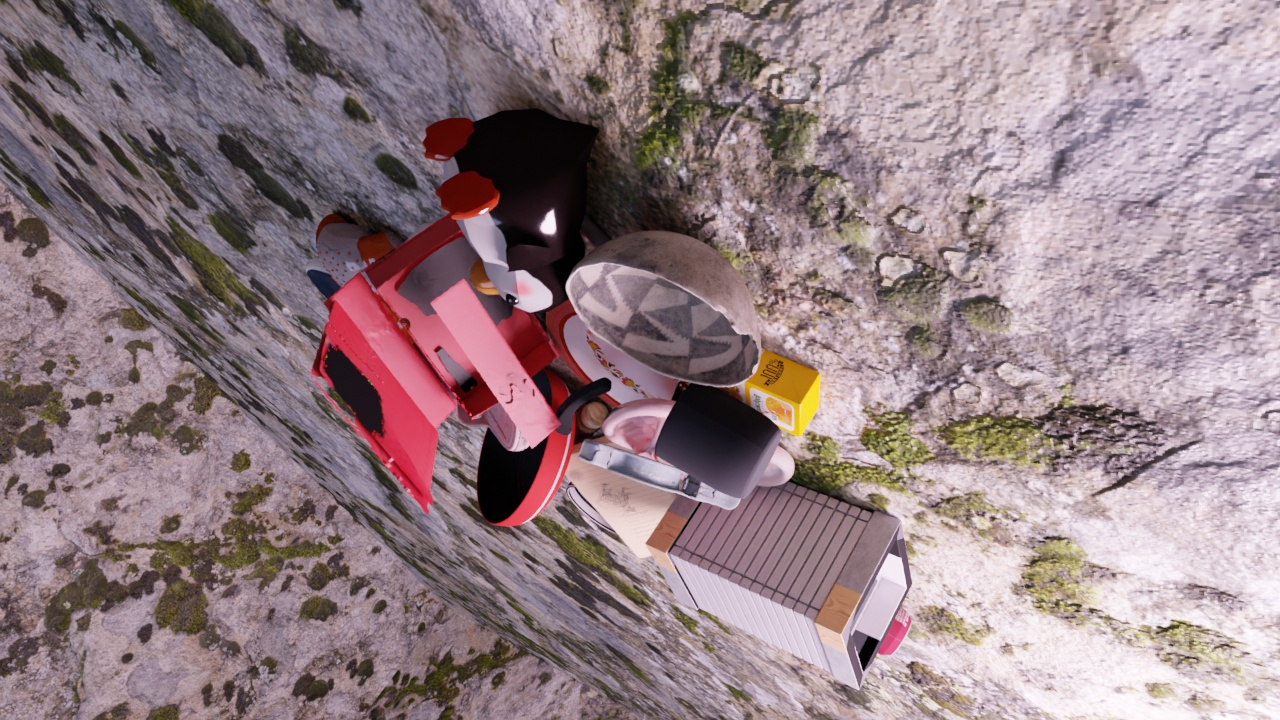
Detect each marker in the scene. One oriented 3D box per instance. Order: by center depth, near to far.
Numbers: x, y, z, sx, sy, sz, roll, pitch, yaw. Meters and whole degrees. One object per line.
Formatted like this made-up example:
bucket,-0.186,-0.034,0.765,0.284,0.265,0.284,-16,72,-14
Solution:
marker,-0.037,-0.110,0.874,0.138,0.016,0.022,46,159,-16

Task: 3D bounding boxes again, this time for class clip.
clip,0.024,0.115,0.903,0.174,0.030,0.159,18,176,-2

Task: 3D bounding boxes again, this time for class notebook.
notebook,0.010,0.174,1.205,0.168,0.024,0.225,-18,126,27

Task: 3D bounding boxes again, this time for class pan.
pan,-0.112,0.087,1.128,0.067,0.208,0.357,19,151,-28

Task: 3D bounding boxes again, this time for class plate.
plate,-0.006,0.006,1.022,0.230,0.021,0.230,29,153,16

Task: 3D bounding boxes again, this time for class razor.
razor,0.034,0.060,1.007,0.043,0.022,0.144,31,154,9

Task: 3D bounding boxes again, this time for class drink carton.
drink carton,0.107,0.019,0.880,0.122,0.040,0.059,24,152,24

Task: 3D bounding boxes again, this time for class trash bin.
trash bin,0.160,0.234,1.056,0.247,0.142,0.142,18,149,34

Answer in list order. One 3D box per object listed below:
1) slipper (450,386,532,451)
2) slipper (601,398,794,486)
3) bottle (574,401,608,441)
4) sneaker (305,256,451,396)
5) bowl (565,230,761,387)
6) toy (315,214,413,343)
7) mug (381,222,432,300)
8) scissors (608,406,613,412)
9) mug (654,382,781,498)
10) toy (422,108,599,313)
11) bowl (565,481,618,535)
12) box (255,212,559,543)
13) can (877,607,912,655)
slipper,-0.207,0.038,1.164,0.239,0.064,0.094,44,131,50
slipper,0.062,0.097,0.988,0.221,0.055,0.107,19,149,-16
bottle,-0.086,0.087,1.216,0.059,0.059,0.166,41,153,-9
sneaker,-0.390,-0.023,1.344,0.294,0.127,0.121,44,153,-11
bowl,0.030,-0.057,0.800,0.178,0.081,0.179,22,155,11
toy,-0.352,-0.104,1.207,0.164,0.092,0.173,18,137,29
mug,-0.265,-0.104,1.083,0.105,0.089,0.073,4,139,49
scissors,-0.019,0.098,1.195,0.148,0.019,0.123,52,155,-17
mug,0.080,0.078,0.884,0.094,0.085,0.121,29,-178,16
toy,-0.093,-0.121,0.809,0.184,0.140,0.159,81,169,-54
bowl,-0.040,0.194,1.330,0.120,0.066,0.120,29,154,16
box,-0.246,0.010,0.986,0.121,0.317,0.211,10,141,40
can,0.272,0.311,1.137,0.114,0.063,0.063,31,154,11
